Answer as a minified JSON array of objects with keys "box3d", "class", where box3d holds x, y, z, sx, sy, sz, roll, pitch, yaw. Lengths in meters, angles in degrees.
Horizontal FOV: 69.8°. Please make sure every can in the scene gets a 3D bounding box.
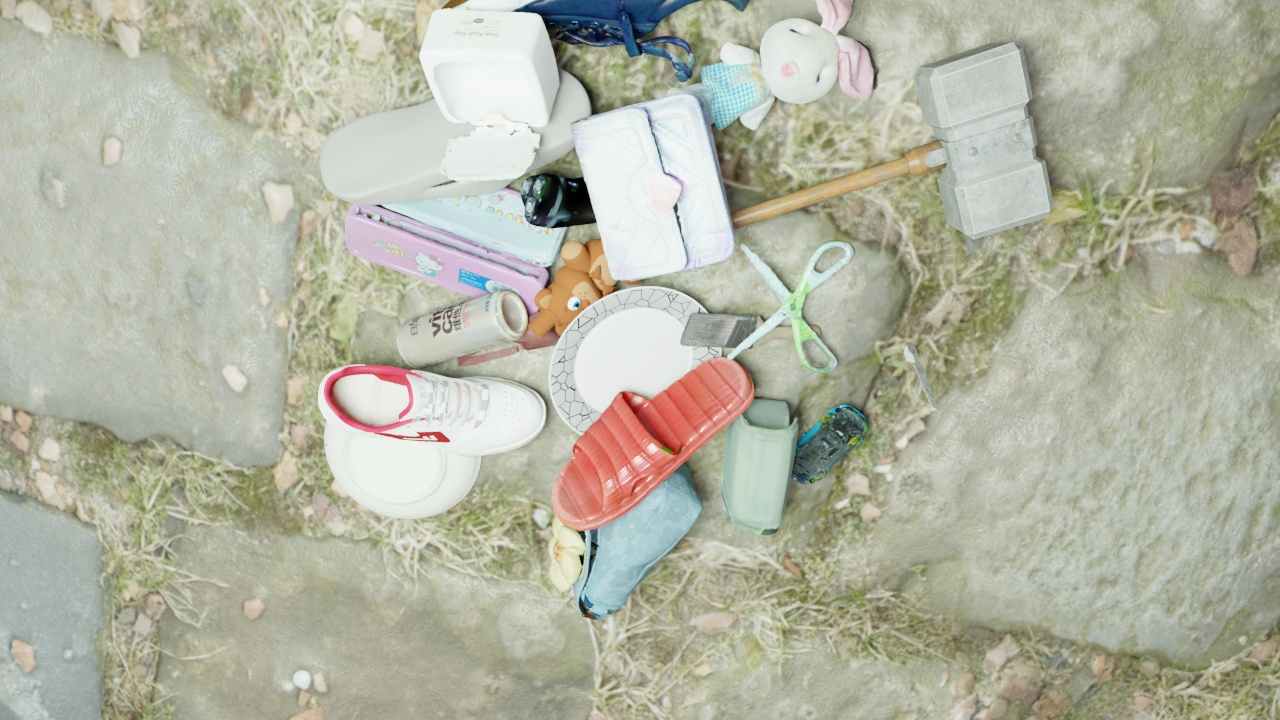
[{"box3d":[-0.185,-0.032,0.955,0.136,0.054,0.054,-14,108,26],"class":"can"}]

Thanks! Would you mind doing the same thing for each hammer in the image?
[{"box3d":[0.213,-0.175,0.888,0.318,0.082,0.163,-17,107,9],"class":"hammer"}]

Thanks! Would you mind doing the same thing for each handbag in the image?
[{"box3d":[0.013,-0.159,0.851,0.126,0.069,0.159,-12,110,11],"class":"handbag"},{"box3d":[0.128,0.109,0.977,0.067,0.106,0.122,4,109,-2],"class":"handbag"},{"box3d":[-0.028,0.181,0.998,0.118,0.121,0.192,30,112,-26],"class":"handbag"},{"box3d":[-0.146,-0.017,0.985,0.120,0.055,0.029,-20,66,16],"class":"handbag"}]

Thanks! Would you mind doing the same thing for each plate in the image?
[{"box3d":[-0.273,0.104,1.035,0.182,0.034,0.182,1,108,3],"class":"plate"},{"box3d":[-0.006,0.006,0.971,0.188,0.016,0.189,-8,120,-15],"class":"plate"}]

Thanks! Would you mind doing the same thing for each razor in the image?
[{"box3d":[-0.048,-0.167,0.912,0.140,0.064,0.053,-10,73,-9],"class":"razor"}]

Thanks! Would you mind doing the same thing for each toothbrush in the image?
[{"box3d":[0.273,0.017,0.897,0.010,0.181,0.010,17,111,3],"class":"toothbrush"}]

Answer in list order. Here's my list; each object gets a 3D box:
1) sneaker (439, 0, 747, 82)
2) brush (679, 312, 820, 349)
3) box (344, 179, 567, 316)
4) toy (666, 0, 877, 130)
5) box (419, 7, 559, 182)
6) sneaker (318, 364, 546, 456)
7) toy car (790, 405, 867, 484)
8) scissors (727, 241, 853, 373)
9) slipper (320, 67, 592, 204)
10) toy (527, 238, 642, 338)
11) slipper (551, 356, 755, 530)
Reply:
[{"box3d":[-0.036,-0.322,0.852,0.294,0.120,0.127,-12,124,3],"class":"sneaker"},{"box3d":[0.117,-0.030,0.963,0.151,0.012,0.039,3,116,-11],"class":"brush"},{"box3d":[-0.189,-0.135,0.954,0.214,0.090,0.093,19,149,-4],"class":"box"},{"box3d":[0.117,-0.272,0.852,0.205,0.105,0.131,-21,103,8],"class":"toy"},{"box3d":[-0.140,-0.224,0.810,0.109,0.133,0.107,8,153,10],"class":"box"},{"box3d":[-0.214,0.047,0.954,0.236,0.104,0.090,9,81,-8],"class":"sneaker"},{"box3d":[0.201,0.090,1.004,0.048,0.032,0.105,37,112,-9],"class":"toy car"},{"box3d":[0.156,-0.057,0.950,0.172,0.021,0.171,-38,111,4],"class":"scissors"},{"box3d":[-0.175,-0.206,0.905,0.266,0.081,0.112,-18,66,-1],"class":"slipper"},{"box3d":[-0.059,-0.072,0.932,0.127,0.065,0.095,-48,141,-11],"class":"toy"},{"box3d":[0.004,0.073,0.940,0.248,0.103,0.059,-38,137,-4],"class":"slipper"}]
